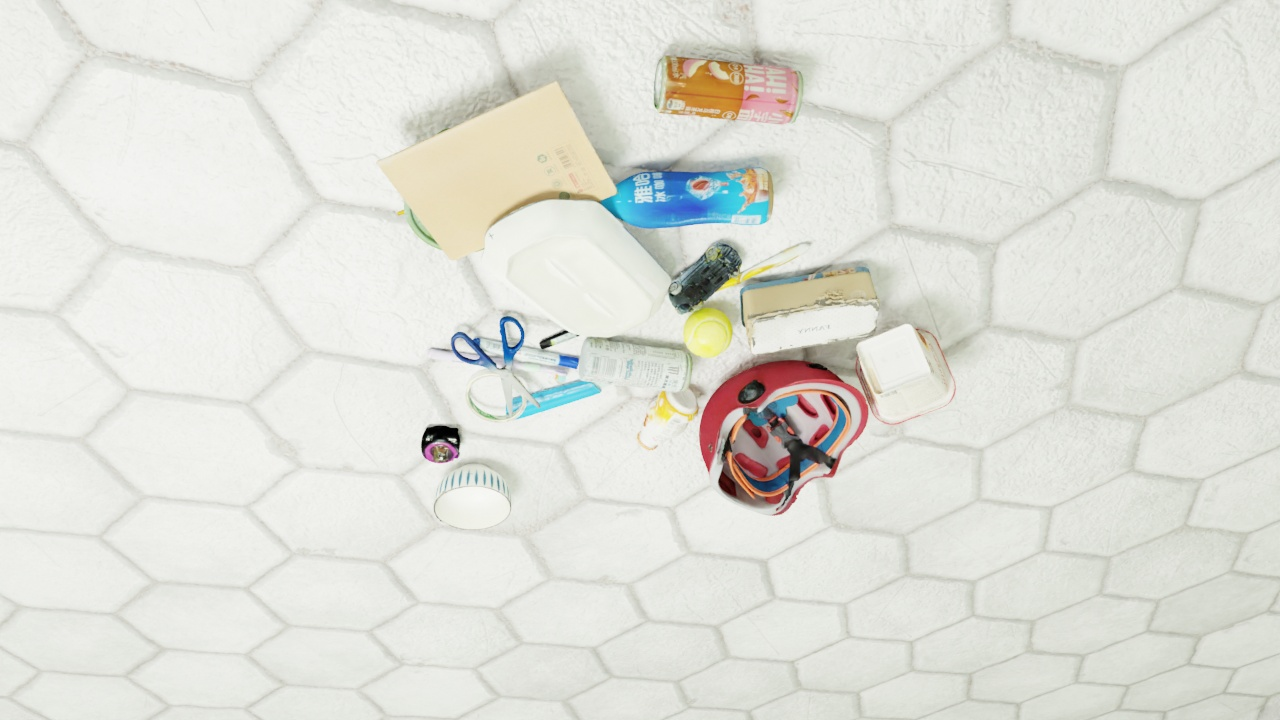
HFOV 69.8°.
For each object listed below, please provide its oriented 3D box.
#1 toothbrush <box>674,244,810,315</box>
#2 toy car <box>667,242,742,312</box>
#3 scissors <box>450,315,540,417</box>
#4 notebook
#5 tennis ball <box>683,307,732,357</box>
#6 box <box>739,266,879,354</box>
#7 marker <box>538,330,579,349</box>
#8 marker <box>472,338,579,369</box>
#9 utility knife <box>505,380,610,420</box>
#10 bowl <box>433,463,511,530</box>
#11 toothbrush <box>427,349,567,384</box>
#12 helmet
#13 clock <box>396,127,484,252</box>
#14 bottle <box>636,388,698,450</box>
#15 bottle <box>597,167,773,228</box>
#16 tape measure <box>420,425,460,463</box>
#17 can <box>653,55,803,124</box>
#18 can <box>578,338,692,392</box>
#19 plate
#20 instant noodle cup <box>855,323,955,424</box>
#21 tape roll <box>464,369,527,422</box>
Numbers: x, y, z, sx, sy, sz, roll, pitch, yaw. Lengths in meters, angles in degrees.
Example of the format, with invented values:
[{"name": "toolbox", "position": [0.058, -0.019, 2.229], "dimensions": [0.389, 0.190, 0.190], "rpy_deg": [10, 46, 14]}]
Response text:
[{"name": "toothbrush", "position": [0.128, -0.102, 1.163], "dimensions": [0.192, 0.018, 0.016], "rpy_deg": [-24, 135, 19]}, {"name": "toy car", "position": [0.079, -0.104, 1.145], "dimensions": [0.049, 0.031, 0.106], "rpy_deg": [34, 116, -30]}, {"name": "scissors", "position": [-0.180, 0.006, 1.219], "dimensions": [0.163, 0.012, 0.161], "rpy_deg": [25, 120, -27]}, {"name": "notebook", "position": [-0.148, -0.193, 0.965], "dimensions": [0.208, 0.008, 0.148], "rpy_deg": [-20, 134, 13]}, {"name": "tennis ball", "position": [0.088, -0.036, 1.194], "dimensions": [0.065, 0.065, 0.066], "rpy_deg": [-3, 136, -3]}, {"name": "box", "position": [0.210, -0.062, 1.178], "dimensions": [0.184, 0.061, 0.090], "rpy_deg": [-6, 146, 2]}, {"name": "marker", "position": [-0.081, -0.041, 1.209], "dimensions": [0.124, 0.015, 0.018], "rpy_deg": [-22, 143, 20]}, {"name": "marker", "position": [-0.154, -0.009, 1.231], "dimensions": [0.145, 0.016, 0.017], "rpy_deg": [11, 134, -18]}, {"name": "utility knife", "position": [-0.106, 0.048, 1.293], "dimensions": [0.188, 0.018, 0.034], "rpy_deg": [-16, 128, 12]}, {"name": "bowl", "position": [-0.256, 0.201, 1.402], "dimensions": [0.116, 0.066, 0.117], "rpy_deg": [-4, 137, -4]}, {"name": "toothbrush", "position": [-0.193, 0.007, 1.241], "dimensions": [0.189, 0.021, 0.029], "rpy_deg": [10, 154, -13]}, {"name": "helmet", "position": [0.185, 0.083, 1.278], "dimensions": [0.240, 0.143, 0.207], "rpy_deg": [-43, 127, 15]}, {"name": "clock", "position": [-0.191, -0.191, 1.009], "dimensions": [0.116, 0.056, 0.162], "rpy_deg": [24, 129, -29]}, {"name": "bottle", "position": [0.035, 0.084, 1.315], "dimensions": [0.063, 0.063, 0.109], "rpy_deg": [18, 131, -23]}, {"name": "bottle", "position": [0.038, -0.182, 1.038], "dimensions": [0.218, 0.065, 0.065], "rpy_deg": [-2, 136, -2]}, {"name": "tape measure", "position": [-0.291, 0.124, 1.337], "dimensions": [0.057, 0.039, 0.058], "rpy_deg": [3, 136, -10]}, {"name": "can", "position": [0.090, -0.278, 0.947], "dimensions": [0.147, 0.057, 0.058], "rpy_deg": [3, 136, -9]}, {"name": "can", "position": [-0.007, 0.007, 1.234], "dimensions": [0.146, 0.058, 0.058], "rpy_deg": [7, 135, -14]}, {"name": "plate", "position": [-0.069, -0.094, 1.075], "dimensions": [0.162, 0.034, 0.265], "rpy_deg": [-23, 146, 19]}, {"name": "instant noodle cup", "position": [0.345, 0.013, 1.217], "dimensions": [0.117, 0.116, 0.124], "rpy_deg": [-23, 159, 17]}, {"name": "tape roll", "position": [-0.201, 0.050, 1.275], "dimensions": [0.086, 0.013, 0.086], "rpy_deg": [1, 124, 2]}]
